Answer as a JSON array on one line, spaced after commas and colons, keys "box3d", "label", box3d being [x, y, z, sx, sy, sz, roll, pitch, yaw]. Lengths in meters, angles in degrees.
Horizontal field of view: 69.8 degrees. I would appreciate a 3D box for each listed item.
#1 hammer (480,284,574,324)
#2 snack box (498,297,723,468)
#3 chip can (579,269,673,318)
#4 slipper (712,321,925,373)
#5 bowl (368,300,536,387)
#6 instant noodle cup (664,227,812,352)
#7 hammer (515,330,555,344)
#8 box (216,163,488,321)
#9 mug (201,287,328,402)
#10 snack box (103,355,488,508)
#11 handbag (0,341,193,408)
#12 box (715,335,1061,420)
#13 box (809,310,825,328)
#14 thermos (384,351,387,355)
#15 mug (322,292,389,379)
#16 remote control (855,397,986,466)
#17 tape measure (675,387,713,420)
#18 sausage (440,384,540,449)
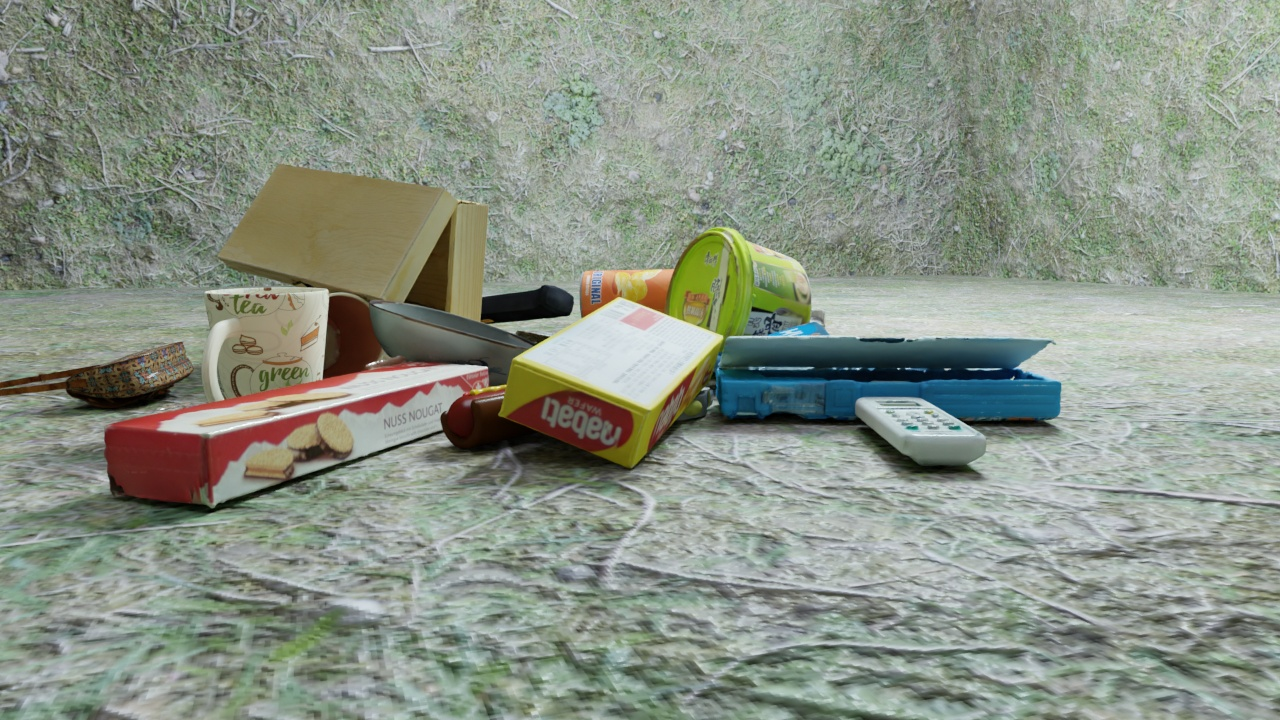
[{"box3d": [-0.193, -0.061, 1.089, 0.139, 0.035, 0.313, 21, -16, -39], "label": "hammer"}, {"box3d": [-0.011, 0.007, 0.628, 0.092, 0.042, 0.200, 21, 20, 12], "label": "snack box"}, {"box3d": [0.040, -0.072, 1.034, 0.210, 0.062, 0.062, 0, 8, 7], "label": "chip can"}, {"box3d": [0.159, -0.001, 0.805, 0.214, 0.059, 0.103, 1, 10, 1], "label": "slipper"}, {"box3d": [-0.160, -0.005, 0.776, 0.151, 0.057, 0.150, 16, 4, -1], "label": "bowl"}, {"box3d": [0.100, -0.054, 0.921, 0.097, 0.146, 0.146, 9, 3, -28], "label": "instant noodle cup"}, {"box3d": [-0.064, -0.029, 1.104, 0.140, 0.036, 0.326, 2, 7, -1], "label": "hammer"}, {"box3d": [-0.280, -0.120, 0.916, 0.249, 0.141, 0.148, 14, 3, 32], "label": "box"}, {"box3d": [-0.262, 0.002, 0.628, 0.081, 0.097, 0.122, 1, 8, 4], "label": "mug"}, {"box3d": [-0.196, 0.035, 0.585, 0.077, 0.044, 0.272, 3, 8, 22], "label": "snack box"}, {"box3d": [-0.480, 0.023, 0.766, 0.196, 0.043, 0.093, -8, 11, 4], "label": "handbag"}, {"box3d": [0.181, 0.008, 0.701, 0.243, 0.066, 0.091, 0, 7, 2], "label": "box"}, {"box3d": [0.115, -0.040, 1.113, 0.217, 0.063, 0.156, 1, 22, 10], "label": "box"}, {"box3d": [-0.300, -0.028, 1.001, 0.229, 0.068, 0.101, -1, -5, -18], "label": "thermos"}, {"box3d": [-0.279, -0.012, 0.851, 0.111, 0.085, 0.104, 28, -15, -32], "label": "mug"}, {"box3d": [0.176, 0.045, 0.591, 0.050, 0.022, 0.133, 0, 8, 0], "label": "remote control"}, {"box3d": [0.021, 0.032, 0.709, 0.064, 0.017, 0.064, 3, 8, 21], "label": "tape measure"}, {"box3d": [-0.071, 0.030, 0.637, 0.040, 0.040, 0.155, 6, 10, 38], "label": "sausage"}]
